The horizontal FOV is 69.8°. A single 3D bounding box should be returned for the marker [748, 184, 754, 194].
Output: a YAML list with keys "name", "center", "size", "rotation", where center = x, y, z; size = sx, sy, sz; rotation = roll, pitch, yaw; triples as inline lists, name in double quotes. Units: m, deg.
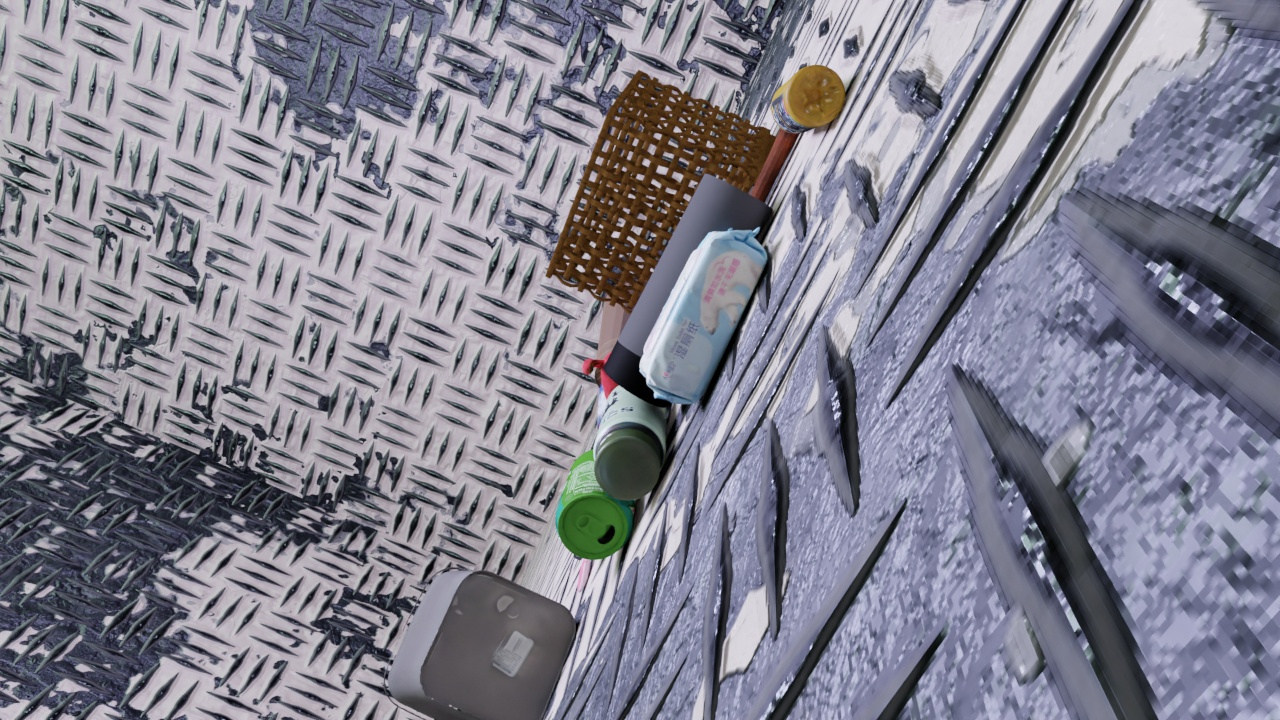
- name: "marker"
  center: [0.117, -0.151, 1.143]
  size: [0.019, 0.019, 0.146]
  rotation: [-71, 6, -59]

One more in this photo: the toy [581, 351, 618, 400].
- name: "toy"
  center: [-0.007, 0.007, 1.153]
  size: [0.094, 0.132, 0.088]
  rotation: [-43, 39, 50]

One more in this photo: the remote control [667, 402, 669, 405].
- name: "remote control"
  center: [0.042, 0.012, 1.094]
  size: [0.137, 0.032, 0.015]
  rotation: [115, 158, -45]

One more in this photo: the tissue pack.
- name: "tissue pack"
  center: [0.059, -0.048, 0.889]
  size: [0.112, 0.070, 0.182]
  rotation: [-90, 25, -85]

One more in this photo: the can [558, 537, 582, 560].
- name: "can"
  center: [-0.057, 0.187, 1.146]
  size: [0.064, 0.064, 0.127]
  rotation: [126, 167, -76]

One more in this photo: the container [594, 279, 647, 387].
- name: "container"
  center: [-0.010, -0.027, 1.479]
  size: [0.166, 0.132, 0.132]
  rotation: [-78, 10, -46]

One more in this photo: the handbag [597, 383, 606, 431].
- name: "handbag"
  center: [-0.015, 0.082, 1.249]
  size: [0.145, 0.068, 0.169]
  rotation: [-41, 27, 33]

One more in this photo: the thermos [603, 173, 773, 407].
- name: "thermos"
  center: [0.048, -0.073, 0.989]
  size: [0.240, 0.082, 0.082]
  rotation: [-62, 4, 8]

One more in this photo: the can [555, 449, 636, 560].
- name: "can"
  center: [-0.047, 0.157, 1.018]
  size: [0.144, 0.083, 0.083]
  rotation: [-79, 13, -77]

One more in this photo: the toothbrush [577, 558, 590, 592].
- name: "toothbrush"
  center: [-0.067, 0.259, 1.241]
  size: [0.134, 0.016, 0.022]
  rotation: [-69, 4, -51]

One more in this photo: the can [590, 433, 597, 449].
- name: "can"
  center: [-0.046, 0.127, 1.517]
  size: [0.054, 0.054, 0.137]
  rotation: [125, 169, -75]

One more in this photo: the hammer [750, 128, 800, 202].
- name: "hammer"
  center: [0.118, -0.152, 1.058]
  size: [0.111, 0.028, 0.301]
  rotation: [-72, 6, -69]

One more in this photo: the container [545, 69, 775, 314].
- name: "container"
  center: [0.032, -0.217, 1.268]
  size: [0.219, 0.214, 0.252]
  rotation: [-71, 6, -58]

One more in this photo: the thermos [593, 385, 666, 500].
- name: "thermos"
  center: [-0.009, 0.087, 1.003]
  size: [0.231, 0.082, 0.082]
  rotation: [-83, 17, -78]

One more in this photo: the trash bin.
- name: "trash bin"
  center: [-0.192, 0.361, 1.136]
  size: [0.197, 0.197, 0.221]
  rotation: [-68, 10, -24]

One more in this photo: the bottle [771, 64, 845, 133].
- name: "bottle"
  center: [0.156, -0.249, 0.891]
  size: [0.186, 0.053, 0.053]
  rotation: [-81, 15, -79]
